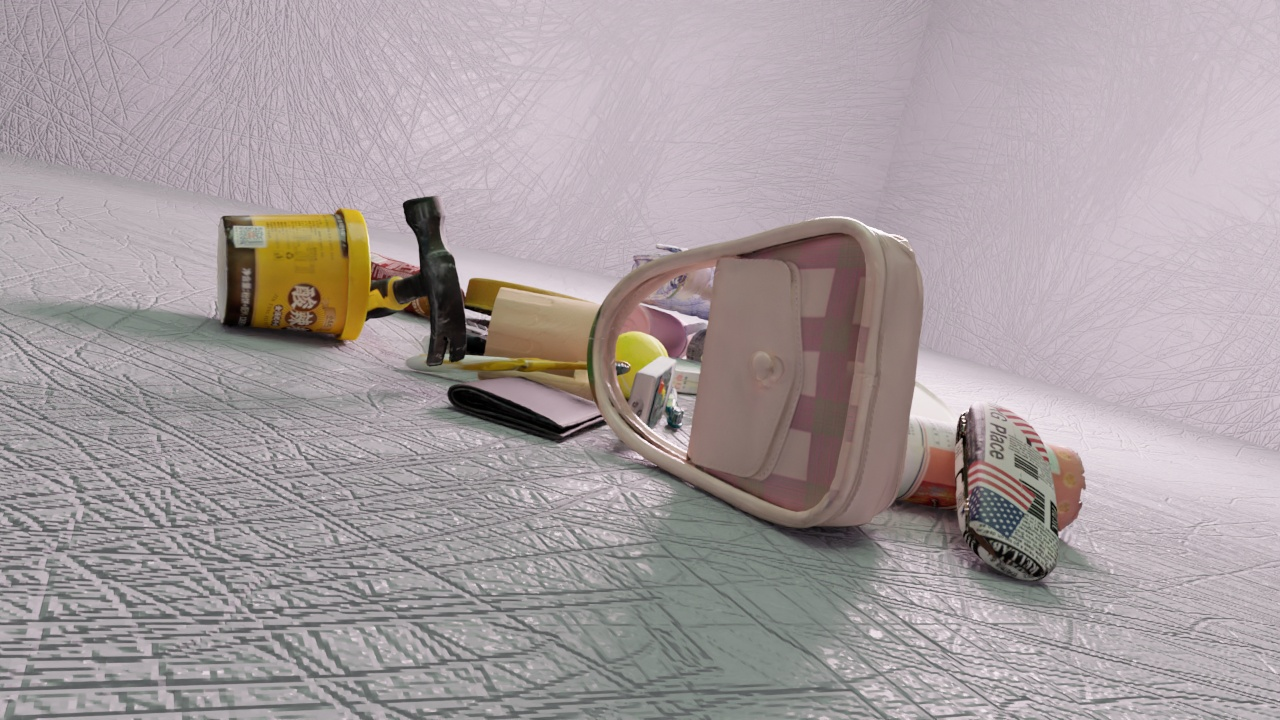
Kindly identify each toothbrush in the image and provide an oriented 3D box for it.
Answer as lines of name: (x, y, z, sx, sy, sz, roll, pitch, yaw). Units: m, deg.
toothbrush: (0.030, 0.039, 0.871, 0.016, 0.018, 0.191, 14, 8, -2)
toothbrush: (-0.104, 0.005, 0.777, 0.191, 0.016, 0.018, 2, 10, -1)

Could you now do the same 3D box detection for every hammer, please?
hammer: (-0.219, -0.056, 0.815, 0.031, 0.126, 0.324, -14, 6, -28)

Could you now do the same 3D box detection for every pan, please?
pan: (-0.120, -0.045, 1.076, 0.197, 0.078, 0.357, 12, -1, -7)

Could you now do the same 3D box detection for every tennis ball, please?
tennis ball: (-0.005, 0.005, 0.875, 0.065, 0.065, 0.065, 13, 8, -2)

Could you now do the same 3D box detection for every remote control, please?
remote control: (0.009, 0.030, 0.753, 0.019, 0.056, 0.135, 15, 7, 8)
remote control: (-0.176, -0.024, 0.950, 0.053, 0.024, 0.136, 17, 4, -16)

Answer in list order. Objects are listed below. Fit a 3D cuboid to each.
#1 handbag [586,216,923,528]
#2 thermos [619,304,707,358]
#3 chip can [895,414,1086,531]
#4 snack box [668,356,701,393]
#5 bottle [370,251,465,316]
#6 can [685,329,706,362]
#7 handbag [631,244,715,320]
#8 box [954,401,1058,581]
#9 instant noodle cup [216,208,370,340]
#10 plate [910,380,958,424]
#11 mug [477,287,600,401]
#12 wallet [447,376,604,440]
handbag: (0.065, 0.001, 0.624, 0.235, 0.193, 0.093, 8, -3, 33)
thermos: (0.022, -0.034, 1.140, 0.087, 0.067, 0.198, -16, -9, 20)
chip can: (0.231, 0.080, 0.709, 0.214, 0.071, 0.071, 12, 8, -11)
snack box: (0.029, 0.013, 1.019, 0.156, 0.027, 0.085, 7, 10, -39)
bottle: (-0.291, -0.092, 1.128, 0.175, 0.057, 0.057, 18, 9, 31)
can: (0.126, 0.005, 1.123, 0.147, 0.058, 0.058, 20, 11, 42)
handbag: (0.085, -0.087, 1.121, 0.193, 0.075, 0.134, 12, 0, -36)
box: (0.248, 0.086, 0.630, 0.069, 0.052, 0.163, 16, 34, 10)
instant noodle cup: (-0.307, -0.078, 0.807, 0.114, 0.118, 0.118, 0, 13, -29)
plate: (0.219, 0.037, 0.878, 0.205, 0.046, 0.204, 24, 20, -10)
mug: (-0.088, -0.009, 0.841, 0.103, 0.084, 0.124, 11, 34, -3)
wallet: (-0.081, 0.034, 0.716, 0.096, 0.020, 0.122, 19, 8, 14)
